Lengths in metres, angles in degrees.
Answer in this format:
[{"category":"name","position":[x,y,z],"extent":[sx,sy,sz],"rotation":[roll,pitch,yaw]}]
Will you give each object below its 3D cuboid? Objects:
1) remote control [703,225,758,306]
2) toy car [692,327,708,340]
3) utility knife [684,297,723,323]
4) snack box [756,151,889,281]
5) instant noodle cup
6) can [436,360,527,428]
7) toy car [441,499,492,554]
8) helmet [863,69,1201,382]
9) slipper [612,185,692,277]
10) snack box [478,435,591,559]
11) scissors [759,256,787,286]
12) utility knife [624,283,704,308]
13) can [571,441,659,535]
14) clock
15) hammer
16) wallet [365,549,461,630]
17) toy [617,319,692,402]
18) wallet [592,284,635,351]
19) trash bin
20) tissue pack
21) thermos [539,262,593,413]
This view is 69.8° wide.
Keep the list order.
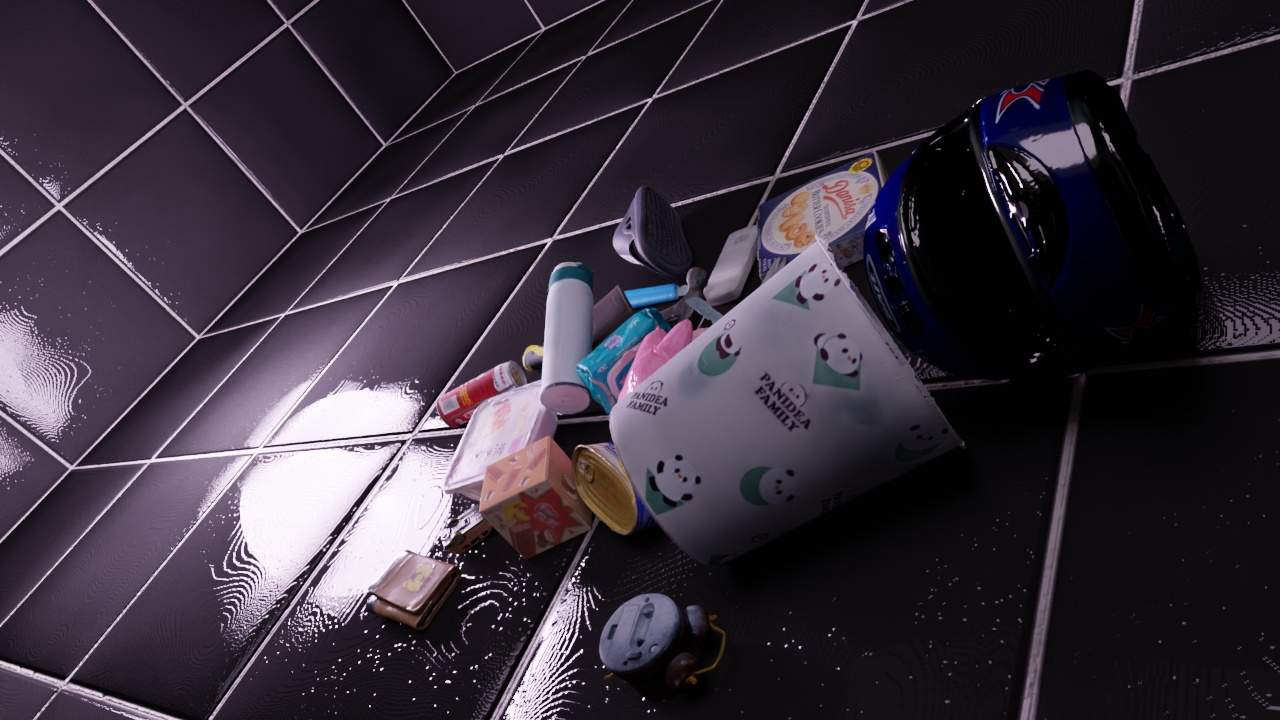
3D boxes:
[{"category":"remote control","position":[0.131,-0.133,1.280],"extent":[0.058,0.021,0.149],"rotation":[-13,37,39]},{"category":"toy car","position":[0.080,0.003,1.073],"extent":[0.056,0.037,0.122],"rotation":[-35,42,5]},{"category":"utility knife","position":[0.125,-0.023,1.075],"extent":[0.029,0.013,0.223],"rotation":[-38,48,-15]},{"category":"snack box","position":[0.244,-0.182,1.209],"extent":[0.183,0.046,0.177],"rotation":[-24,33,23]},{"category":"instant noodle cup","position":[-0.174,0.114,1.217],"extent":[0.138,0.060,0.173],"rotation":[-19,35,28]},{"category":"can","position":[-0.238,0.051,1.377],"extent":[0.133,0.053,0.053],"rotation":[-27,31,16]},{"category":"toy car","position":[-0.206,0.204,1.147],"extent":[0.090,0.035,0.042],"rotation":[-37,31,-2]},{"category":"helmet","position":[0.310,-0.097,0.777],"extent":[0.241,0.247,0.314],"rotation":[-27,-9,34]},{"category":"slipper","position":[0.014,-0.184,1.412],"extent":[0.083,0.110,0.267],"rotation":[-44,21,21]},{"category":"snack box","position":[-0.119,0.159,1.061],"extent":[0.094,0.093,0.077],"rotation":[-27,31,16]},{"category":"scissors","position":[0.143,-0.033,1.101],"extent":[0.234,0.022,0.143],"rotation":[-47,42,-7]},{"category":"utility knife","position":[0.019,-0.095,1.348],"extent":[0.195,0.018,0.034],"rotation":[-7,53,41]},{"category":"can","position":[-0.022,0.136,1.000],"extent":[0.049,0.075,0.148],"rotation":[-6,19,-29]},{"category":"clock","position":[0.020,0.255,0.818],"extent":[0.122,0.055,0.081],"rotation":[-13,37,34]},{"category":"hammer","position":[-0.045,-0.035,1.305],"extent":[0.324,0.032,0.125],"rotation":[-16,46,36]},{"category":"wallet","position":[-0.280,0.280,1.124],"extent":[0.115,0.033,0.090],"rotation":[3,47,44]},{"category":"toy","position":[0.014,0.036,1.066],"extent":[0.195,0.074,0.178],"rotation":[120,162,-48]},{"category":"wallet","position":[-0.063,-0.045,1.290],"extent":[0.122,0.020,0.096],"rotation":[-39,37,9]},{"category":"trash bin","position":[0.124,0.048,0.847],"extent":[0.252,0.229,0.229],"rotation":[-34,29,15]},{"category":"tissue pack","position":[-0.007,0.007,1.158],"extent":[0.133,0.093,0.050],"rotation":[-42,26,-9]},{"category":"thermos","position":[-0.099,-0.037,1.243],"extent":[0.073,0.073,0.223],"rotation":[-21,48,25]}]
